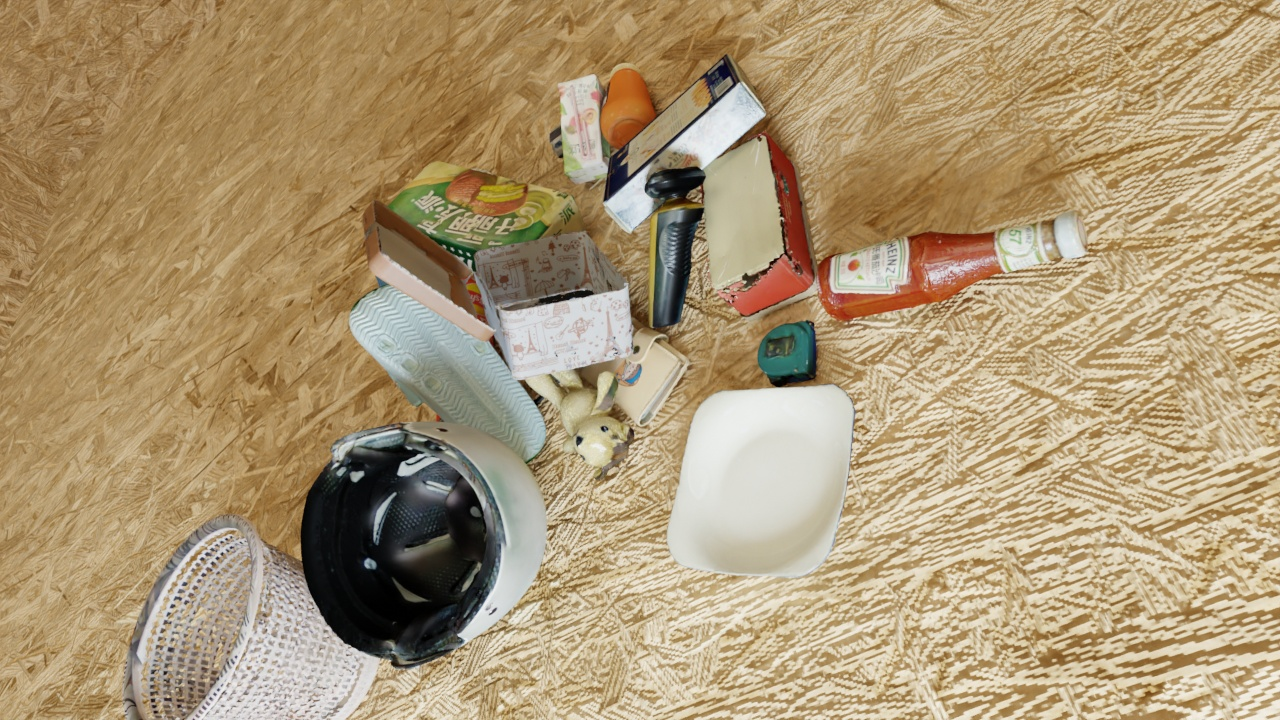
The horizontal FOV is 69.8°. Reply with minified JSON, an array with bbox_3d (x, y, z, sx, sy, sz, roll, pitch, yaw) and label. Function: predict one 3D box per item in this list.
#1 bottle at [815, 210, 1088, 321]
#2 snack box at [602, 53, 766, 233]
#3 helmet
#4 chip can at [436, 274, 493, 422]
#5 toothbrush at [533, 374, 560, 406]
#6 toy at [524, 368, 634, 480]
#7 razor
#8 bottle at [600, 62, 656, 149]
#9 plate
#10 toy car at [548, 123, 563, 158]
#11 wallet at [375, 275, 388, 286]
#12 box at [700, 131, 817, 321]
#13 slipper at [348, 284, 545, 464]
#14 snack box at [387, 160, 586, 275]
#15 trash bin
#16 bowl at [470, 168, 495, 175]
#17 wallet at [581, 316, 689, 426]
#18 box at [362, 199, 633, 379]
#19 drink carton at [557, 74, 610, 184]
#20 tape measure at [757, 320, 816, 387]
[{"bbox_3d":[0.242,-0.077,0.730,0.207,0.059,0.059,-11,58,38],"label":"bottle"},{"bbox_3d":[0.042,-0.235,0.971,0.183,0.046,0.177,-39,20,19],"label":"snack box"},{"bbox_3d":[-0.194,0.166,0.897,0.275,0.156,0.230,-29,76,37],"label":"helmet"},{"bbox_3d":[-0.207,-0.006,1.086,0.073,0.073,0.216,-30,50,26],"label":"chip can"},{"bbox_3d":[-0.139,0.070,1.018,0.189,0.016,0.014,-50,38,8],"label":"toothbrush"},{"bbox_3d":[-0.066,0.046,0.919,0.157,0.066,0.105,47,115,33],"label":"toy"},{"bbox_3d":[0.027,-0.108,0.898,0.068,0.062,0.168,31,127,43],"label":"razor"},{"bbox_3d":[-0.016,-0.317,1.116,0.067,0.066,0.149,-30,41,26],"label":"bottle"},{"bbox_3d":[0.104,0.101,0.764,0.165,0.034,0.163,-4,62,40],"label":"plate"},{"bbox_3d":[-0.076,-0.295,1.172,0.091,0.035,0.042,-24,53,26],"label":"toy car"},{"bbox_3d":[-0.312,-0.106,1.260,0.106,0.040,0.133,-36,53,12],"label":"wallet"},{"bbox_3d":[0.104,-0.132,0.874,0.091,0.079,0.168,-25,50,29],"label":"box"},{"bbox_3d":[-0.200,0.017,0.974,0.103,0.245,0.074,-46,5,-28],"label":"slipper"},{"bbox_3d":[-0.193,-0.165,1.113,0.240,0.063,0.114,20,60,31],"label":"snack box"},{"bbox_3d":[-0.394,0.299,0.974,0.228,0.192,0.227,-22,52,31],"label":"trash bin"},{"bbox_3d":[-0.244,-0.218,1.257,0.114,0.062,0.113,-22,53,33],"label":"bowl"},{"bbox_3d":[-0.006,0.005,0.931,0.087,0.024,0.115,-53,40,0],"label":"wallet"},{"bbox_3d":[-0.146,-0.073,0.922,0.126,0.273,0.179,-71,26,20],"label":"box"},{"bbox_3d":[-0.068,-0.282,1.119,0.054,0.045,0.122,-9,74,17],"label":"drink carton"},{"bbox_3d":[0.130,-0.006,0.814,0.055,0.025,0.058,-15,55,35],"label":"tape measure"}]
